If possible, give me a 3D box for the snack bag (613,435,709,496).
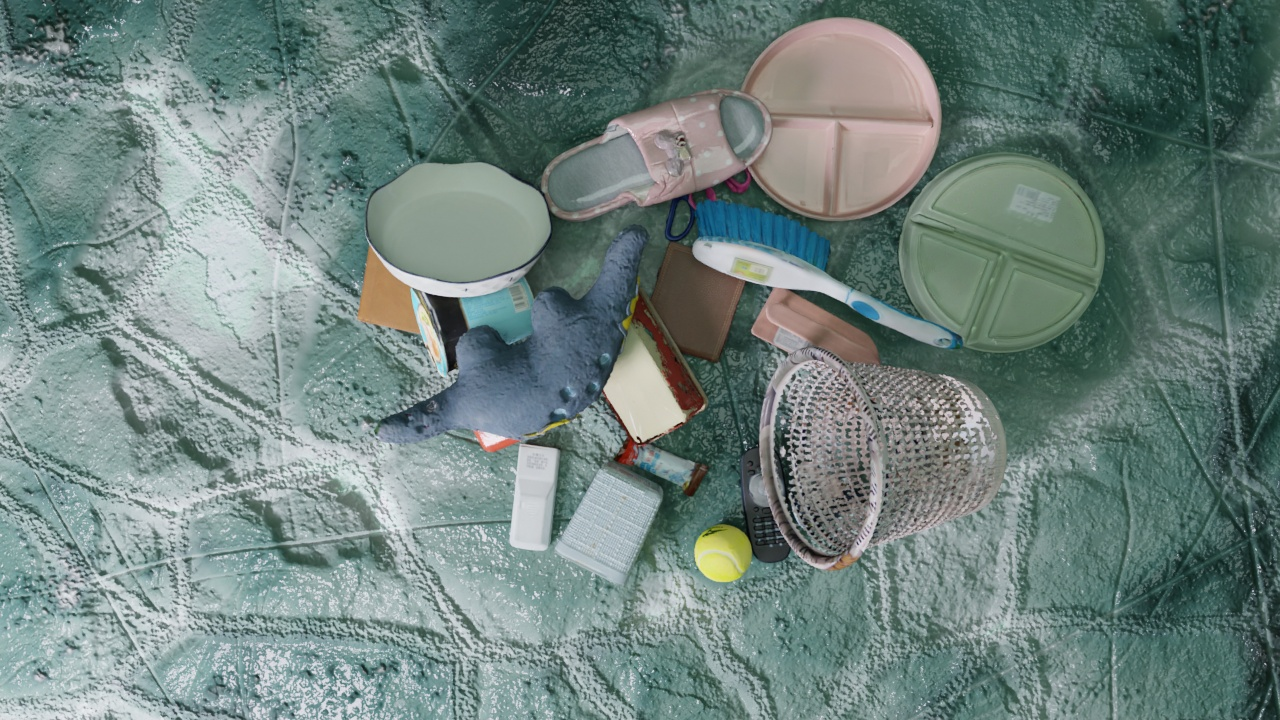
[{"bbox_3d":[0.024,0.121,1.075,0.104,0.026,0.048,28,105,3],"label":"snack bag"}]

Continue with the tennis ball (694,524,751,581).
[{"bbox_3d":[0.095,0.221,1.053,0.065,0.065,0.065,0,92,4],"label":"tennis ball"}]

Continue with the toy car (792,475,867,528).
[{"bbox_3d":[0.218,0.163,1.058,0.090,0.034,0.043,-22,86,-10],"label":"toy car"}]

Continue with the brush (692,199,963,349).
[{"bbox_3d":[0.204,-0.093,1.016,0.314,0.109,0.061,16,137,-1],"label":"brush"}]

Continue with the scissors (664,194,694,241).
[{"bbox_3d":[0.039,-0.221,1.071,0.176,0.012,0.162,-9,90,3],"label":"scissors"}]

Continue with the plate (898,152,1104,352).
[{"bbox_3d":[0.411,-0.123,1.038,0.230,0.027,0.230,0,92,3],"label":"plate"}]

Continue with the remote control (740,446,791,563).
[{"bbox_3d":[0.146,0.167,1.068,0.053,0.024,0.136,-7,90,6],"label":"remote control"}]

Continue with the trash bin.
[{"bbox_3d":[0.260,0.095,0.964,0.192,0.228,0.227,-3,92,-20],"label":"trash bin"}]

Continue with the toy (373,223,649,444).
[{"bbox_3d":[-0.112,0.006,0.967,0.356,0.091,0.138,-35,104,2],"label":"toy"}]

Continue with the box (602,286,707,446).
[{"bbox_3d":[-0.006,0.006,1.034,0.092,0.076,0.168,-31,90,30],"label":"box"}]

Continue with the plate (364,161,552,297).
[{"bbox_3d":[-0.201,-0.145,1.021,0.205,0.204,0.046,16,137,4],"label":"plate"}]

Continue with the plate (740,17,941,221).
[{"bbox_3d":[0.224,-0.273,1.047,0.229,0.028,0.229,0,92,4],"label":"plate"}]

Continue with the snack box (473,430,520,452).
[{"bbox_3d":[-0.157,0.055,1.061,0.080,0.082,0.091,-27,91,14],"label":"snack box"}]

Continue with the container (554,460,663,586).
[{"bbox_3d":[-0.030,0.183,1.052,0.090,0.090,0.111,27,90,2],"label":"container"}]

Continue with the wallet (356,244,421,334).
[{"bbox_3d":[-0.274,-0.101,1.087,0.108,0.031,0.132,12,97,3],"label":"wallet"}]

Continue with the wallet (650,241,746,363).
[{"bbox_3d":[0.062,-0.068,1.065,0.101,0.032,0.124,19,93,7],"label":"wallet"}]

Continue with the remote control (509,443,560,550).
[{"bbox_3d":[-0.126,0.162,1.089,0.049,0.024,0.125,6,92,4],"label":"remote control"}]

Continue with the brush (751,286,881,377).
[{"bbox_3d":[0.202,-0.025,1.034,0.145,0.073,0.063,29,93,1],"label":"brush"}]

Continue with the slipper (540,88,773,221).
[{"bbox_3d":[0.014,-0.231,1.032,0.275,0.054,0.114,-16,84,11],"label":"slipper"}]

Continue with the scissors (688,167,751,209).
[{"bbox_3d":[0.077,-0.241,1.057,0.093,0.017,0.137,-17,85,3],"label":"scissors"}]

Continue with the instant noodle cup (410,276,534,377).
[{"bbox_3d":[-0.184,-0.051,1.041,0.120,0.111,0.111,-20,90,-21],"label":"instant noodle cup"}]
